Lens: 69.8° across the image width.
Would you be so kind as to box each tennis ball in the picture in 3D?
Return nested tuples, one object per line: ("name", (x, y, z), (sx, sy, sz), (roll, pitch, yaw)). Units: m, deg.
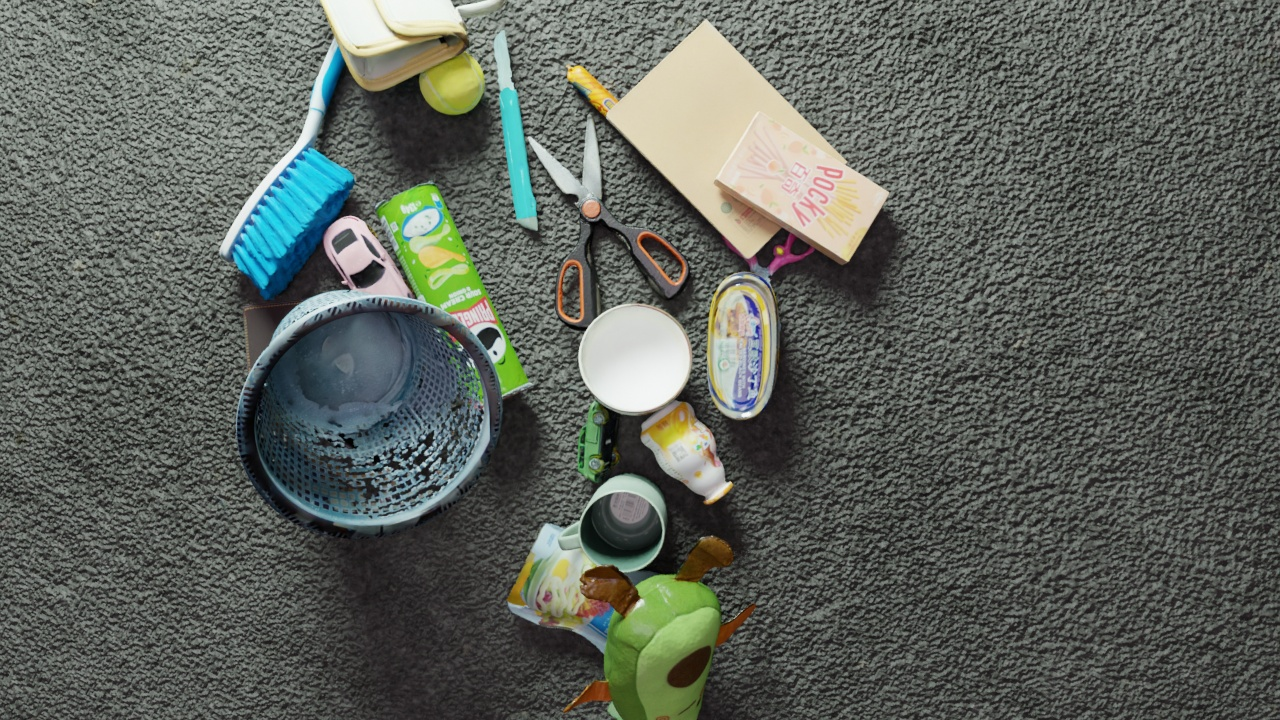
("tennis ball", (-0.192, -0.284, 0.937), (0.065, 0.065, 0.065), (0, 93, 4))

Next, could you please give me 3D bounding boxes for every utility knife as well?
("utility knife", (-0.131, -0.239, 0.959), (0.029, 0.013, 0.209), (-5, 95, 31))

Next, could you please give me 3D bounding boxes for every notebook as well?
("notebook", (0.088, -0.226, 0.937), (0.207, 0.008, 0.147), (45, 85, 0))

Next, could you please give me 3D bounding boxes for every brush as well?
("brush", (-0.341, -0.219, 0.961), (0.109, 0.060, 0.314), (37, 93, 5))

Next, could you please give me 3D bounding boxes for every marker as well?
("marker", (-0.334, 0.077, 0.992), (0.132, 0.020, 0.022), (35, 78, 1))

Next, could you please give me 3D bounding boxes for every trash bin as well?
("trash bin", (-0.268, 0.025, 0.876), (0.226, 0.195, 0.227), (-9, 112, -24))

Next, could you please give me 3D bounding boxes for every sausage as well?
("sausage", (-0.017, -0.247, 0.948), (0.165, 0.021, 0.021), (44, 95, 1))

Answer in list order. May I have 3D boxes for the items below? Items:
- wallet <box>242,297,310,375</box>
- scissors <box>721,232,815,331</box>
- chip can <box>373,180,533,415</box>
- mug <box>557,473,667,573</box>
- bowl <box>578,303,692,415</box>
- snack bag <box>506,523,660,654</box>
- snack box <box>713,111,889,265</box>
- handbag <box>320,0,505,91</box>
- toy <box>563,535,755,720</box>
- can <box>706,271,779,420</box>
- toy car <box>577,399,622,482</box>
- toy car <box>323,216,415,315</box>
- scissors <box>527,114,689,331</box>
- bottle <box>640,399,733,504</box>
("wallet", (-0.367, -0.019, 0.990), (0.122, 0.020, 0.096), (-5, 88, 6))
("scissors", (0.121, -0.096, 0.951), (0.128, 0.017, 0.133), (37, 98, 0))
("chip can", (-0.193, -0.063, 0.948), (0.072, 0.072, 0.236), (-26, 91, 5))
("mug", (-0.028, 0.166, 0.931), (0.112, 0.106, 0.082), (-18, 93, 5))
("bowl", (-0.006, 0.005, 0.935), (0.113, 0.062, 0.113), (0, 72, -1))
("snack bag", (-0.039, 0.257, 0.974), (0.191, 0.039, 0.110), (26, 90, -1))
("snack box", (0.161, -0.172, 0.919), (0.157, 0.026, 0.084), (32, 85, -1))
("handbag", (-0.227, -0.369, 0.911), (0.178, 0.063, 0.163), (-25, 68, -7))
("toy", (0.022, 0.283, 0.902), (0.226, 0.090, 0.247), (-17, 124, -22))
("can", (0.104, -0.015, 0.933), (0.075, 0.049, 0.148), (2, 98, 9))
("toy car", (-0.043, 0.081, 0.958), (0.036, 0.043, 0.091), (15, 103, 25))
("toy car", (-0.288, -0.095, 0.971), (0.056, 0.037, 0.122), (-34, 92, 7))
("scissors", (-0.038, -0.137, 0.960), (0.222, 0.021, 0.221), (17, 89, 1))
("bottle", (0.050, 0.096, 0.943), (0.063, 0.063, 0.108), (-36, 90, 5))
